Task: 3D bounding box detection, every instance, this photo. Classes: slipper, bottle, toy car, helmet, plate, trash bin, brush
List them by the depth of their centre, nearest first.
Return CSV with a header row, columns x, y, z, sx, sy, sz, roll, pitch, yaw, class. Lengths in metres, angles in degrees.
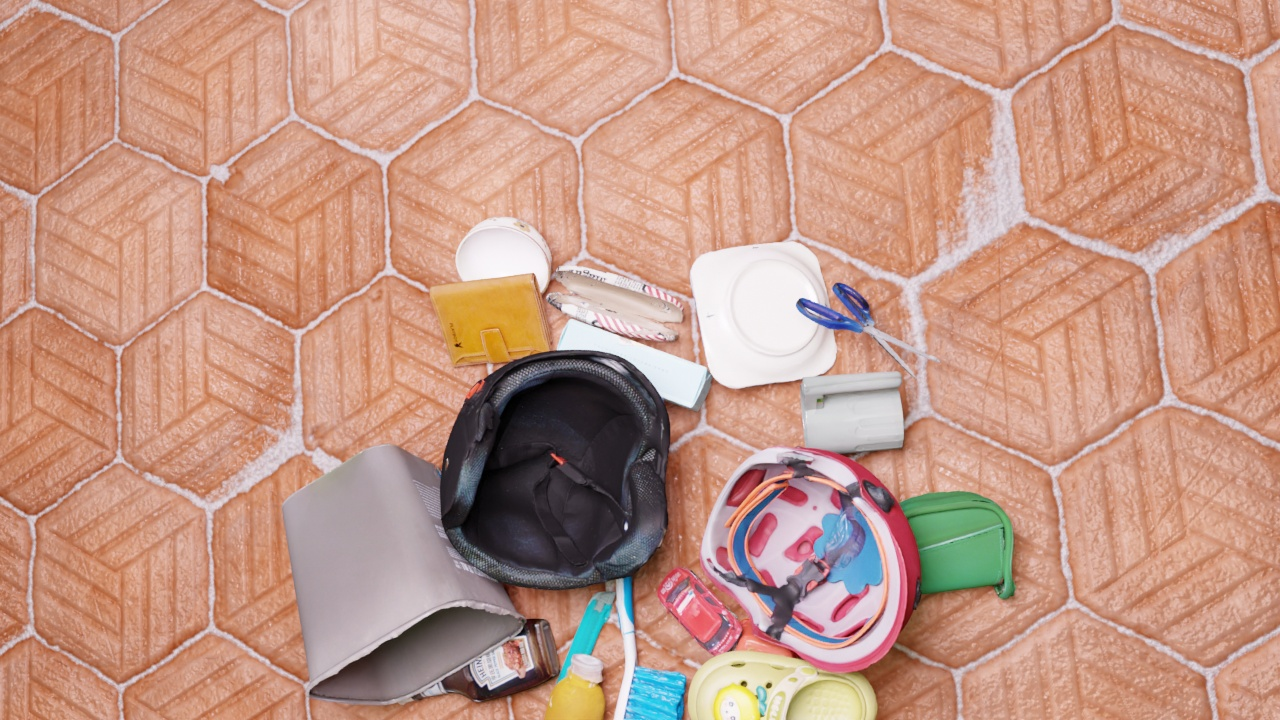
x,y,z,sx,sy,sz,roll,pitch,yaw,class
0.142,0.343,0.918,0.190,0.081,0.091,0,81,6,slipper
0.198,0.198,0.956,0.240,0.143,0.207,43,118,33,helmet
-0.093,0.106,0.983,0.233,0.230,0.275,24,96,-19,helmet
-0.270,0.232,1.012,0.199,0.199,0.219,-31,62,4,trash bin
0.061,0.273,1.013,0.053,0.045,0.120,-51,39,-2,toy car
-0.081,0.426,1.027,0.068,0.068,0.189,14,90,10,bottle
0.145,-0.056,1.036,0.163,0.034,0.164,-9,82,-16,plate
0.002,0.348,1.038,0.109,0.060,0.314,9,83,14,brush
-0.195,0.359,1.071,0.195,0.044,0.080,-18,77,8,bottle

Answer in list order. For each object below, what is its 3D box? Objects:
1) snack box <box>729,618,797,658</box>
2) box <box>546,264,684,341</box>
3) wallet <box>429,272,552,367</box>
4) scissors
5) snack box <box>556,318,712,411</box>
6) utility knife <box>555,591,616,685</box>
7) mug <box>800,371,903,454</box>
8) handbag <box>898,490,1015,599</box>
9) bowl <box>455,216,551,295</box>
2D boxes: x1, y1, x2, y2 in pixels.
x,y,z,sx,sy,sz,roll,pitch,yaw,class
0.128,0.337,1.002,0.082,0.080,0.091,16,87,11,snack box
-0.025,-0.076,1.081,0.163,0.075,0.081,16,97,12,box
-0.176,-0.043,1.102,0.131,0.035,0.119,-6,111,13,wallet
0.245,-0.038,1.004,0.175,0.162,0.012,16,122,-14,scissors
-0.006,0.006,1.063,0.175,0.074,0.051,20,88,11,snack box
-0.081,0.369,1.066,0.029,0.013,0.221,22,88,11,utility knife
0.229,0.052,0.998,0.103,0.124,0.083,-5,57,7,mug
0.332,0.205,0.995,0.131,0.068,0.120,-8,90,7,handbag
-0.159,-0.127,1.099,0.113,0.062,0.114,3,129,4,bowl
